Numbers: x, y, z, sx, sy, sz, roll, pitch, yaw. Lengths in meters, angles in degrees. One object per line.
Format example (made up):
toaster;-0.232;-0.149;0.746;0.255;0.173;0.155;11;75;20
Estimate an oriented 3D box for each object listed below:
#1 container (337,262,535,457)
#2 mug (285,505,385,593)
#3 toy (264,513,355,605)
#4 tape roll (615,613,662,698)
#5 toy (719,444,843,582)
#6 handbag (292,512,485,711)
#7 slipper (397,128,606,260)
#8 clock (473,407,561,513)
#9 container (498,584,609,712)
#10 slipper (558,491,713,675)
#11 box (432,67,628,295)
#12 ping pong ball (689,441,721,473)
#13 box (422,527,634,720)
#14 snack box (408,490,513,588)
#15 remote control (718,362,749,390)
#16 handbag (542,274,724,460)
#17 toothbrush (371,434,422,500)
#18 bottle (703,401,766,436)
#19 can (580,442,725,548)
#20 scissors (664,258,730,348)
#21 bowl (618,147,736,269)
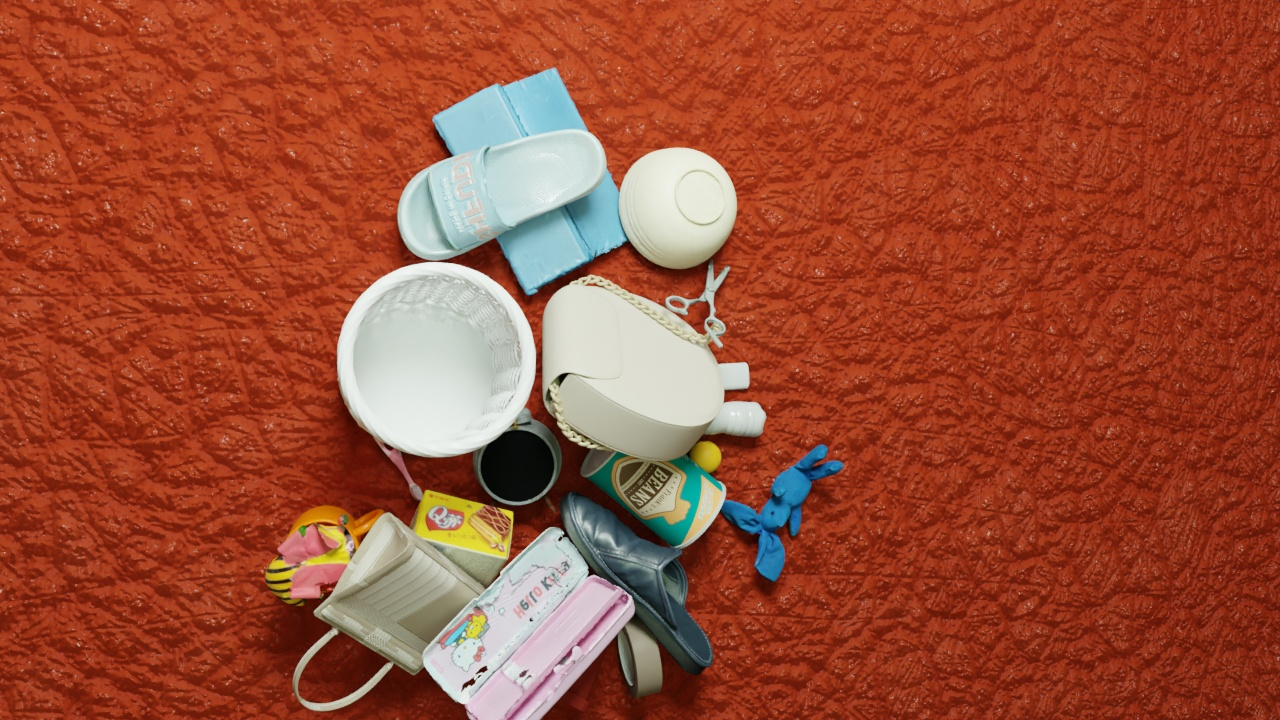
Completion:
container;-0.223;0.005;0.972;0.189;0.187;0.189;1;86;-19
mug;-0.329;0.194;0.997;0.112;0.096;0.077;-32;98;-14
toy;-0.328;0.203;0.926;0.103;0.046;0.084;-37;121;-11
tape roll;-0.003;0.350;1.091;0.030;0.094;0.093;-8;92;-16
toy;0.177;0.177;1.157;0.113;0.071;0.176;39;91;-10
handbag;-0.268;0.282;0.946;0.197;0.062;0.176;-45;135;-10
slipper;-0.155;-0.192;1.016;0.245;0.074;0.104;-21;96;-1
clock;-0.144;0.105;1.070;0.104;0.056;0.148;-4;96;-7
container;-0.126;0.351;1.040;0.148;0.127;0.200;34;71;-13
slipper;0.015;0.242;1.072;0.083;0.108;0.265;-40;94;13
box;-0.116;-0.217;1.079;0.175;0.060;0.232;-31;97;-15
ping pong ball;0.080;0.120;1.142;0.040;0.040;0.040;0;90;-16
box;-0.115;0.280;0.955;0.200;0.111;0.101;-42;125;-27
snack box;-0.206;0.202;1.031;0.105;0.084;0.061;18;48;-15
remote control;0.075;0.022;1.154;0.130;0.012;0.033;-3;91;-16
handbag;-0.007;0.006;1.031;0.208;0.210;0.104;19;127;-21
toothbrush;-0.284;0.103;1.052;0.021;0.016;0.135;-31;99;-19
bottle;0.086;0.070;1.141;0.136;0.044;0.044;4;89;-16
can;0.015;0.142;1.093;0.144;0.099;0.099;41;80;-12
scissors;0.090;-0.071;1.099;0.152;0.014;0.131;-24;58;-42
bowl;0.056;-0.190;1.107;0.150;0.075;0.150;2;86;-22
